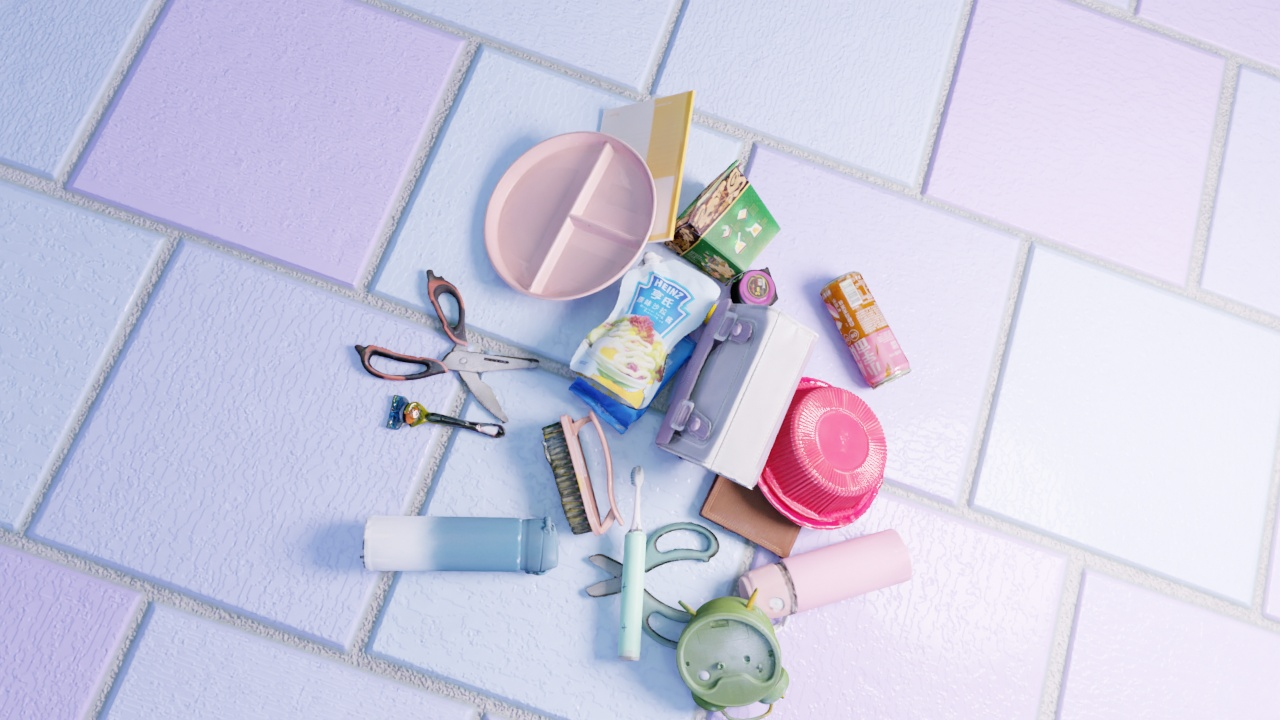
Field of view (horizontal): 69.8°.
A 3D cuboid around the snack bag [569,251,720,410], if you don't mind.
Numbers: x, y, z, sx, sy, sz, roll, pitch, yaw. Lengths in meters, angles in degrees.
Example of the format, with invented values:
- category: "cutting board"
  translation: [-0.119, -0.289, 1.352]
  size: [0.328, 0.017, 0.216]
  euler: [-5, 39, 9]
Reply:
- category: "snack bag"
  translation: [0.007, -0.041, 1.101]
  size: [0.110, 0.039, 0.190]
  euler: [29, 73, 13]

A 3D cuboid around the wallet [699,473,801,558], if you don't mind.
- category: "wallet"
  translation: [0.144, 0.172, 1.121]
  size: [0.124, 0.032, 0.101]
  euler: [27, 78, 2]

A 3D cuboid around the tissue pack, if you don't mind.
- category: "tissue pack"
  translation: [-0.007, 0.007, 1.134]
  size: [0.095, 0.052, 0.157]
  euler: [41, 75, 3]

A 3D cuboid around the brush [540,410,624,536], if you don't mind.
- category: "brush"
  translation: [-0.066, 0.136, 1.090]
  size: [0.073, 0.063, 0.145]
  euler: [-17, 79, 1]

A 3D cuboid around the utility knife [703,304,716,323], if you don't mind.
- category: "utility knife"
  translation: [0.095, -0.056, 1.180]
  size: [0.033, 0.015, 0.154]
  euler: [-38, 81, -20]

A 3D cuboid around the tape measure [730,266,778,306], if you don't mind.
- category: "tape measure"
  translation: [0.145, -0.088, 1.180]
  size: [0.057, 0.039, 0.057]
  euler: [-19, 87, -17]

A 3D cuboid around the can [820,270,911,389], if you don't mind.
- category: "can"
  translation: [0.287, -0.039, 1.173]
  size: [0.058, 0.058, 0.147]
  euler: [-24, 80, -11]

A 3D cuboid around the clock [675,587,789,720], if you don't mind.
- category: "clock"
  translation: [0.105, 0.340, 1.035]
  size: [0.116, 0.056, 0.161]
  euler: [-12, 102, 13]

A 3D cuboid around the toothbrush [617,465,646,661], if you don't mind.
- category: "toothbrush"
  translation: [-0.008, 0.235, 1.071]
  size: [0.026, 0.027, 0.224]
  euler: [12, 75, -33]

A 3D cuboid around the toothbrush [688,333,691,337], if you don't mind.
- category: "toothbrush"
  translation: [0.098, 0.035, 1.156]
  size: [0.014, 0.018, 0.189]
  euler: [-29, 79, -5]

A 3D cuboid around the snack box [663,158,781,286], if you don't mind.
- category: "snack box"
  translation: [0.108, -0.168, 1.167]
  size: [0.105, 0.118, 0.117]
  euler: [43, 75, -8]

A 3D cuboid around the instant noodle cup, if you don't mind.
- category: "instant noodle cup"
  translation: [0.225, 0.102, 1.100]
  size: [0.193, 0.066, 0.193]
  euler: [9, 67, -22]

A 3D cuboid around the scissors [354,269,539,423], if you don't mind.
- category: "scissors"
  translation: [-0.238, -0.006, 1.132]
  size: [0.188, 0.015, 0.222]
  euler: [-29, 80, -12]

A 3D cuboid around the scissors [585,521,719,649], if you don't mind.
- category: "scissors"
  translation: [0.025, 0.277, 1.087]
  size: [0.173, 0.019, 0.178]
  euler: [-17, 79, -11]

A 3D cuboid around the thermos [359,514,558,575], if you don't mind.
- category: "thermos"
  translation: [-0.204, 0.213, 1.056]
  size: [0.220, 0.070, 0.070]
  euler: [3, 76, -6]

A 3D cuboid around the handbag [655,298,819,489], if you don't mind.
- category: "handbag"
  translation: [0.104, 0.032, 1.079]
  size: [0.098, 0.145, 0.197]
  euler: [28, 83, -26]

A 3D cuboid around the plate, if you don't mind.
- category: "plate"
  translation: [-0.088, -0.179, 1.147]
  size: [0.230, 0.028, 0.229]
  euler: [-5, 73, 16]

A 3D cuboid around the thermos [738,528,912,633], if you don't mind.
- category: "thermos"
  translation: [0.219, 0.266, 1.090]
  size: [0.198, 0.067, 0.087]
  euler: [-15, 107, -10]

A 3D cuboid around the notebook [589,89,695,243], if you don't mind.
- category: "notebook"
  translation: [-0.005, -0.241, 1.173]
  size: [0.146, 0.010, 0.206]
  euler: [-1, 72, 36]

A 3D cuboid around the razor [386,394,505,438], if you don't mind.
- category: "razor"
  translation: [-0.234, 0.074, 1.110]
  size: [0.142, 0.022, 0.042]
  euler: [12, 77, -3]
